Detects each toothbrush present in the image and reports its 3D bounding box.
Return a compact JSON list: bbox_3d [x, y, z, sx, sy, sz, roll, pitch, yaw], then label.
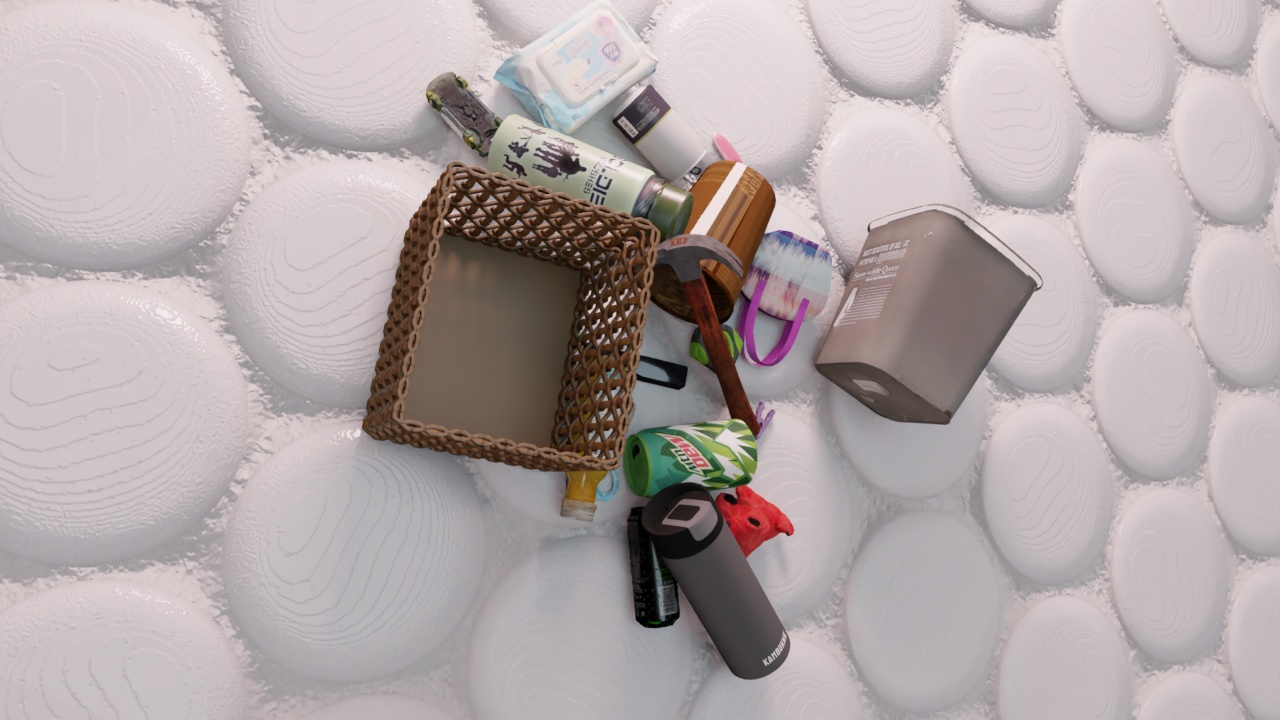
[{"bbox_3d":[0.134,-0.242,1.206,0.021,0.016,0.135,-36,99,-23],"label":"toothbrush"}]

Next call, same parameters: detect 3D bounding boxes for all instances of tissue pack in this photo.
[{"bbox_3d":[-0.075,-0.347,1.098,0.181,0.070,0.112,-42,101,-22],"label":"tissue pack"}]

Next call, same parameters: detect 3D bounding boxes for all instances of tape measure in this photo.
[{"bbox_3d":[0.094,-0.018,1.152,0.065,0.036,0.058,36,80,-19],"label":"tape measure"}]

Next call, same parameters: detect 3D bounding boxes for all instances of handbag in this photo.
[{"bbox_3d":[0.176,-0.074,1.185,0.144,0.068,0.170,21,82,-20],"label":"handbag"}]

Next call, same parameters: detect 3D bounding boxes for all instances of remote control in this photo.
[{"bbox_3d":[-0.007,0.007,1.114,0.136,0.015,0.032,14,78,-22],"label":"remote control"}]

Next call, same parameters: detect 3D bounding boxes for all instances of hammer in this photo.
[{"bbox_3d":[0.089,-0.019,1.071,0.028,0.111,0.301,-83,156,-48],"label":"hammer"}]

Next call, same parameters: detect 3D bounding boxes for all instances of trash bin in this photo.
[{"bbox_3d":[0.360,-0.050,1.196,0.197,0.198,0.220,34,78,-16],"label":"trash bin"}]

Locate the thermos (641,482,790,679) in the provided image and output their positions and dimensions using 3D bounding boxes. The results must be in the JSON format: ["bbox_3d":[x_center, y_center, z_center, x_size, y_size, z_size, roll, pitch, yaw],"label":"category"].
[{"bbox_3d":[0.089,0.255,1.053,0.082,0.082,0.240,-40,117,-23],"label":"thermos"}]

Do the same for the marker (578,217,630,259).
[{"bbox_3d":[-0.062,-0.171,1.109,0.145,0.019,0.019,42,69,-14],"label":"marker"}]

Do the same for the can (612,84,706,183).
[{"bbox_3d":[0.027,-0.276,1.137,0.127,0.064,0.064,45,69,-13],"label":"can"}]

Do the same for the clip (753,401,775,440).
[{"bbox_3d":[0.159,0.080,1.181,0.041,0.014,0.052,13,76,-24],"label":"clip"}]

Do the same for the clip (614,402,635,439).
[{"bbox_3d":[-0.023,0.073,1.096,0.039,0.024,0.060,-3,95,-21],"label":"clip"}]

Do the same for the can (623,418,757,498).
[{"bbox_3d":[0.059,0.117,1.093,0.144,0.083,0.083,-4,85,-24],"label":"can"}]

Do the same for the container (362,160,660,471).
[{"bbox_3d":[-0.140,-0.027,0.950,0.219,0.214,0.251,14,78,-22],"label":"container"}]

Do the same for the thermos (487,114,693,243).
[{"bbox_3d":[-0.054,-0.196,1.034,0.231,0.082,0.082,24,72,9],"label":"thermos"}]

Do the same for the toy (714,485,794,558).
[{"bbox_3d":[0.131,0.210,1.136,0.132,0.088,0.094,6,119,-43],"label":"toy"}]

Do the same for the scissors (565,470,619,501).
[{"bbox_3d":[-0.060,0.100,1.082,0.066,0.015,0.135,-3,88,-19],"label":"scissors"}]

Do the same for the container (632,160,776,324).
[{"bbox_3d":[0.087,-0.148,1.119,0.132,0.132,0.167,37,65,-16],"label":"container"}]

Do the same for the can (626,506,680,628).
[{"bbox_3d":[0.015,0.241,1.074,0.054,0.054,0.137,-3,85,-24],"label":"can"}]

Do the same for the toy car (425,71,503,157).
[{"bbox_3d":[-0.200,-0.281,1.055,0.105,0.033,0.048,47,70,-6],"label":"toy car"}]

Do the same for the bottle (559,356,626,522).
[{"bbox_3d":[-0.057,0.090,1.050,0.053,0.053,0.186,13,81,-22],"label":"bottle"}]
